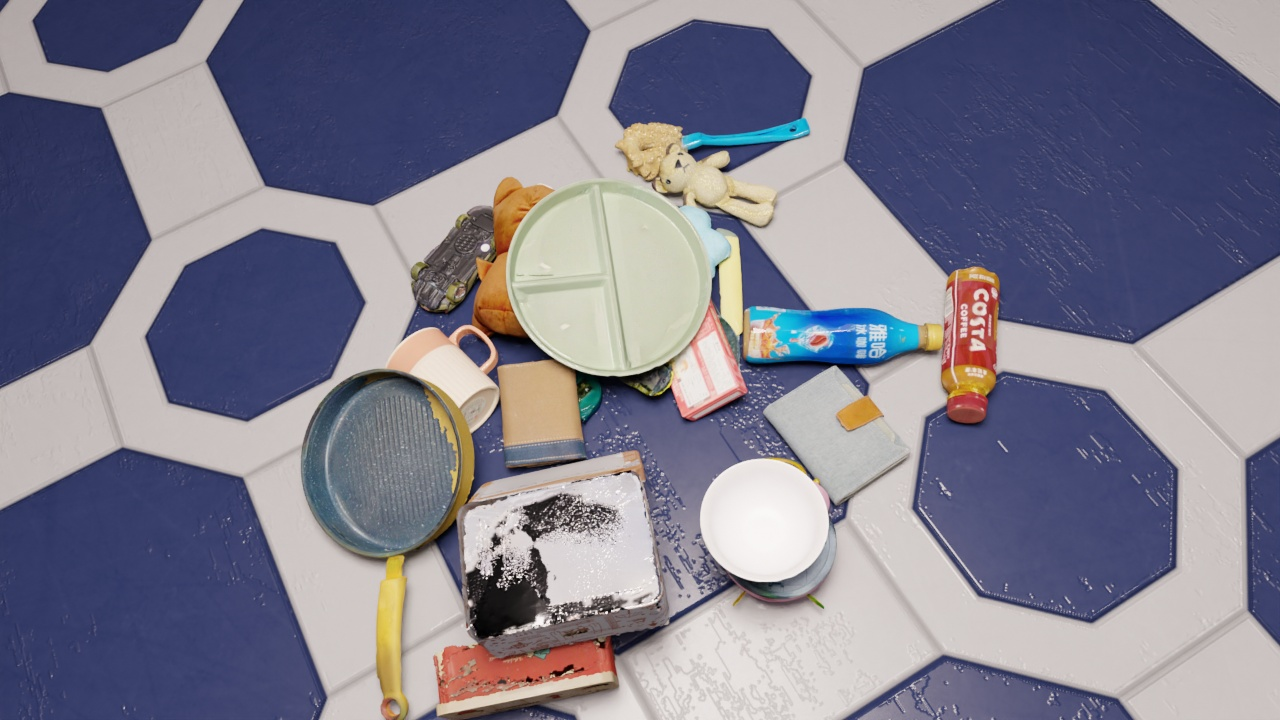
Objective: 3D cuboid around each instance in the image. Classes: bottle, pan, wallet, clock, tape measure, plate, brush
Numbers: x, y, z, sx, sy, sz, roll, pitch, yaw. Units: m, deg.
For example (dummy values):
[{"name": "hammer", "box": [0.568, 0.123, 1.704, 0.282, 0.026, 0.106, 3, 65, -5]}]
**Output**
[{"name": "bottle", "box": [0.364, -0.017, 1.016, 0.057, 0.057, 0.174, 8, 64, 9]}, {"name": "pan", "box": [-0.261, 0.184, 0.950, 0.198, 0.078, 0.357, -14, 81, 18]}, {"name": "wallet", "box": [-0.111, 0.058, 1.016, 0.090, 0.033, 0.115, -7, 82, 1]}, {"name": "clock", "box": [0.139, 0.173, 0.941, 0.117, 0.060, 0.158, 0, 65, 7]}, {"name": "tape measure", "box": [-0.072, 0.039, 1.047, 0.058, 0.025, 0.054, 35, 72, 19]}, {"name": "wallet", "box": [0.214, 0.076, 0.995, 0.106, 0.037, 0.129, -32, 65, -10]}, {"name": "plate", "box": [-0.035, -0.092, 1.022, 0.230, 0.027, 0.230, 2, 77, -9]}, {"name": "bottle", "box": [0.225, -0.027, 1.031, 0.219, 0.065, 0.065, 1, 63, 5]}, {"name": "brush", "box": [0.094, -0.285, 1.193, 0.254, 0.046, 0.083, -9, 59, -3]}]

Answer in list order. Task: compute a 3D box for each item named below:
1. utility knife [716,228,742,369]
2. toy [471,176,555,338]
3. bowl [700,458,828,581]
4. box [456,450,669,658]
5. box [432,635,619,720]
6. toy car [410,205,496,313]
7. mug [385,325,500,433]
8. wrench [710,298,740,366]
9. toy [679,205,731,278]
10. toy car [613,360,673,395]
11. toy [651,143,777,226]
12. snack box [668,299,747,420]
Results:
[{"name": "utility knife", "box": [0.106, -0.071, 1.090, 0.031, 0.021, 0.204, -3, 61, 8]}, {"name": "toy", "box": [-0.128, -0.119, 1.084, 0.140, 0.130, 0.199, 8, 84, 4]}, {"name": "bowl", "box": [0.118, 0.160, 0.878, 0.118, 0.065, 0.118, -3, 64, 6]}, {"name": "box", "box": [-0.077, 0.158, 0.885, 0.179, 0.134, 0.270, -12, 30, -1]}, {"name": "box", "box": [-0.110, 0.290, 0.886, 0.168, 0.091, 0.076, -12, 65, -1]}, {"name": "toy car", "box": [-0.220, -0.126, 1.135, 0.070, 0.042, 0.158, 30, 71, 18]}, {"name": "mug", "box": [-0.212, 0.016, 1.039, 0.106, 0.082, 0.114, 40, 76, 20]}, {"name": "wrench", "box": [0.055, -0.092, 1.103, 0.056, 0.016, 0.273, -26, 62, 8]}, {"name": "toy", "box": [0.019, -0.151, 1.090, 0.156, 0.050, 0.161, -23, 71, -28]}, {"name": "toy car", "box": [-0.006, 0.006, 1.048, 0.105, 0.032, 0.048, 28, 83, 31]}, {"name": "toy", "box": [0.094, -0.214, 1.138, 0.157, 0.066, 0.105, 22, 86, 6]}, {"name": "snack box", "box": [0.060, -0.014, 1.045, 0.075, 0.025, 0.152, -31, 61, 21]}]
